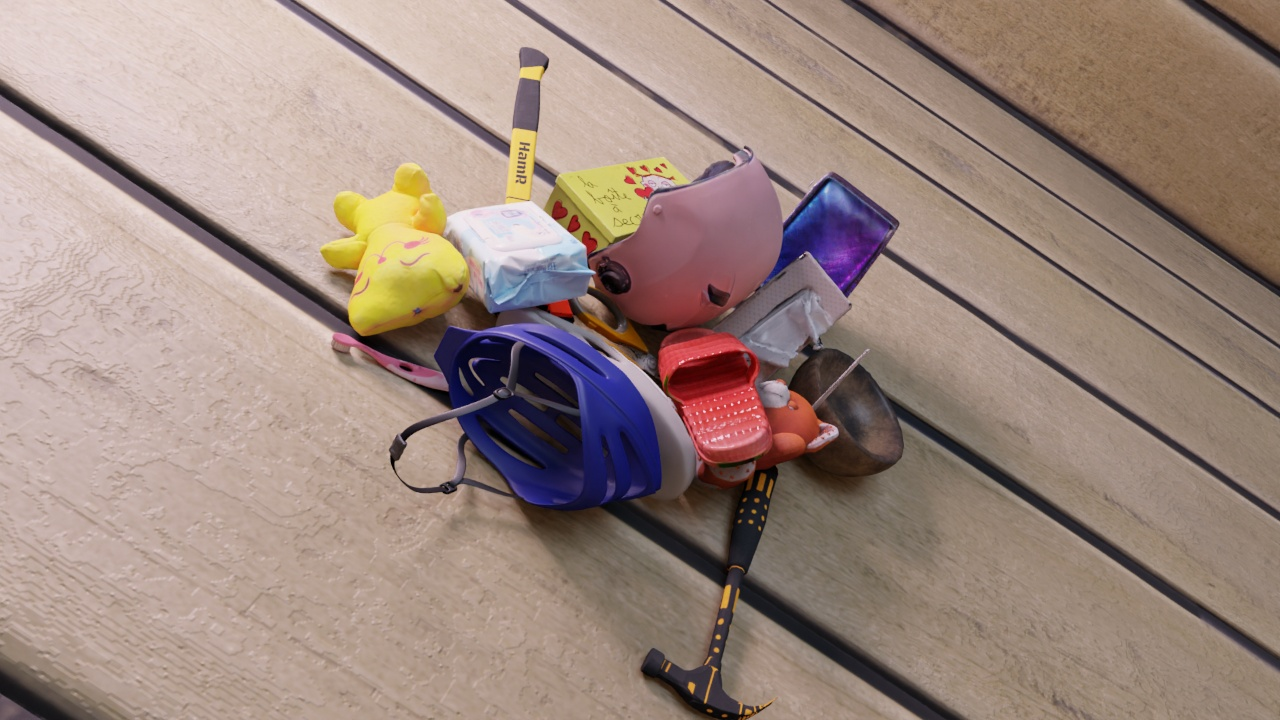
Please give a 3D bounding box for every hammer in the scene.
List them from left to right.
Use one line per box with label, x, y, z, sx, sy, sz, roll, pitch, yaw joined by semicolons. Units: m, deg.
hammer;-0.149;-0.254;1.127;0.169;0.034;0.323;7;66;-10
hammer;0.098;0.210;0.910;0.123;0.036;0.319;28;38;0

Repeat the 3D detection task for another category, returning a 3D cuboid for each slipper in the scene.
slipper;-0.035;0.028;0.953;0.266;0.113;0.080;38;39;16
slipper;0.074;0.018;0.961;0.103;0.059;0.248;-17;31;-3

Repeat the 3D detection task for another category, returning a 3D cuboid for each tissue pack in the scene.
tissue pack;-0.132;-0.111;0.965;0.112;0.070;0.182;-12;30;-24
tissue pack;0.163;-0.038;1.101;0.104;0.181;0.071;51;-4;4

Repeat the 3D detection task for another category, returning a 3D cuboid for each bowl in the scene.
bowl;0.240;0.070;1.114;0.162;0.070;0.162;30;39;-29

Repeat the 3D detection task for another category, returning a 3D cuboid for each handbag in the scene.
handbag;0.231;-0.129;1.227;0.125;0.222;0.204;39;14;5

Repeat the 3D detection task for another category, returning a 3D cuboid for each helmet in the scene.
helmet;-0.104;0.067;0.816;0.241;0.148;0.227;40;33;8
helmet;0.065;-0.124;1.090;0.152;0.256;0.229;54;42;-1

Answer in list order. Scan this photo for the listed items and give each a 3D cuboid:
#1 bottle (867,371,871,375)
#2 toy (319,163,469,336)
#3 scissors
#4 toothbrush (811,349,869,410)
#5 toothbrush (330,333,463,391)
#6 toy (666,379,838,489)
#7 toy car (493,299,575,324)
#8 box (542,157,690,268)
bottle;0.289;0.042;1.235;0.030;0.030;0.112;41;38;8
toy;-0.253;-0.107;0.952;0.134;0.087;0.193;-26;52;-1
scissors;-0.005;0.007;1.048;0.228;0.016;0.133;37;52;-17
toothbrush;0.197;0.047;1.038;0.010;0.182;0.010;9;41;-38
toothbrush;-0.238;0.004;0.901;0.135;0.016;0.021;24;39;-17
toy;0.116;0.074;0.986;0.172;0.093;0.164;-15;25;-25
toy car;-0.118;-0.064;1.033;0.100;0.049;0.051;7;45;-31
box;-0.014;-0.197;1.230;0.220;0.082;0.124;-18;61;-48
